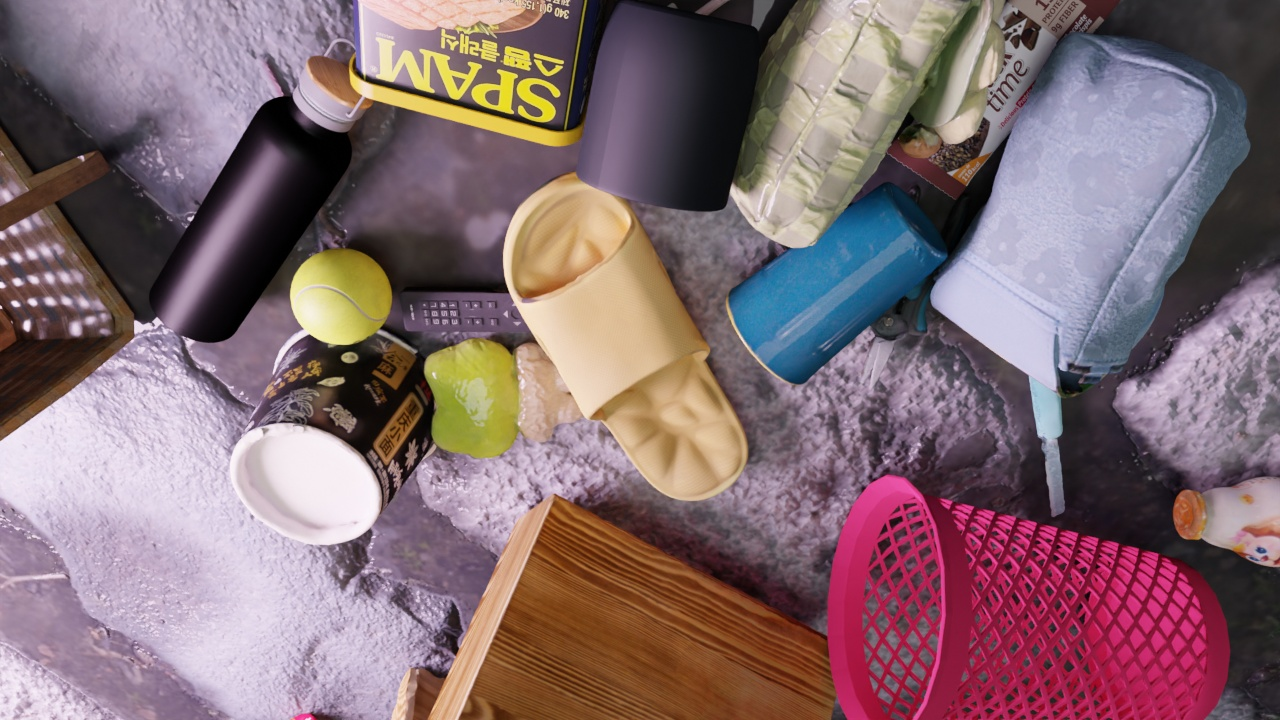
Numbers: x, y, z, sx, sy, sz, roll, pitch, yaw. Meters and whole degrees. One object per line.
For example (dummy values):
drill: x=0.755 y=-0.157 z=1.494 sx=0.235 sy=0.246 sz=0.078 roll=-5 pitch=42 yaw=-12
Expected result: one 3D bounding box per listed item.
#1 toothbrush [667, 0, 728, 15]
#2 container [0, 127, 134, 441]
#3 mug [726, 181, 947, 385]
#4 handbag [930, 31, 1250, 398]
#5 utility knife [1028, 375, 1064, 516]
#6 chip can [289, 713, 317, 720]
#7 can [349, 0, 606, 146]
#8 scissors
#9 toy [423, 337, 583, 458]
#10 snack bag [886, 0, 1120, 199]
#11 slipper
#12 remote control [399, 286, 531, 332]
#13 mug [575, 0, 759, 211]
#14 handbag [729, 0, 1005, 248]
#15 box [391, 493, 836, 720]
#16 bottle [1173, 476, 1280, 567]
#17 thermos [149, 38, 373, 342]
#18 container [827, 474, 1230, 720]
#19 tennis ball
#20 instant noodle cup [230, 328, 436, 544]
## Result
toothbrush: x=0.079 y=-0.229 z=0.507 sx=0.181 sy=0.015 sz=0.018 roll=-28 pitch=109 yaw=21
container: x=-0.435 y=-0.081 z=0.573 sx=0.187 sy=0.157 sz=0.250 roll=-9 pitch=121 yaw=24
mug: x=0.123 y=-0.050 z=0.571 sx=0.078 sy=0.078 sz=0.122 roll=40 pitch=121 yaw=-17
handbag: x=0.258 y=-0.082 z=0.526 sx=0.118 sy=0.122 sz=0.192 roll=-3 pitch=123 yaw=-34
utility knife: x=0.290 y=0.044 z=0.651 sx=0.022 sy=0.015 sz=0.179 roll=-12 pitch=118 yaw=14
chip can: x=-0.288 y=0.454 z=0.932 sx=0.069 sy=0.069 sz=0.220 roll=-25 pitch=115 yaw=19
can: x=-0.085 y=-0.192 z=0.495 sx=0.135 sy=0.075 sz=0.105 roll=14 pitch=140 yaw=-3
scissors: x=0.179 y=-0.046 z=0.605 sx=0.141 sy=0.019 sz=0.128 roll=-30 pitch=113 yaw=21
toy: x=-0.097 y=0.027 z=0.663 sx=0.115 sy=0.046 sz=0.092 roll=-4 pitch=110 yaw=-4
snack bag: x=0.213 y=-0.170 z=0.526 sx=0.057 sy=0.013 sz=0.158 roll=31 pitch=116 yaw=-11
slipper: x=-0.004 y=0.004 z=0.613 sx=0.099 sy=0.078 sz=0.263 roll=-28 pitch=118 yaw=8
remote control: x=-0.099 y=-0.036 z=0.643 sx=0.136 sy=0.015 sz=0.032 roll=1 pitch=121 yaw=3
mug: x=0.022 y=-0.142 z=0.506 sx=0.085 sy=0.121 sz=0.095 roll=19 pitch=112 yaw=15
handbag: x=0.125 y=-0.146 z=0.504 sx=0.117 sy=0.113 sz=0.187 roll=20 pitch=125 yaw=-16
box: x=-0.056 y=0.328 z=0.759 sx=0.279 sy=0.281 sz=0.316 roll=31 pitch=147 yaw=-13
bottle: x=0.441 y=0.113 z=0.650 sx=0.108 sy=0.063 sz=0.063 roll=4 pitch=122 yaw=4
thermos: x=-0.237 y=-0.107 z=0.587 sx=0.061 sy=0.061 sz=0.232 roll=37 pitch=118 yaw=-16
container: x=0.276 y=0.191 z=0.661 sx=0.225 sy=0.182 sz=0.184 roll=9 pitch=122 yaw=-9
tennis ball: x=-0.202 y=-0.043 z=0.621 sx=0.065 sy=0.065 sz=0.065 roll=3 pitch=122 yaw=4
instant noodle cup: x=-0.218 y=0.058 z=0.657 sx=0.137 sy=0.112 sz=0.137 roll=3 pitch=123 yaw=4
